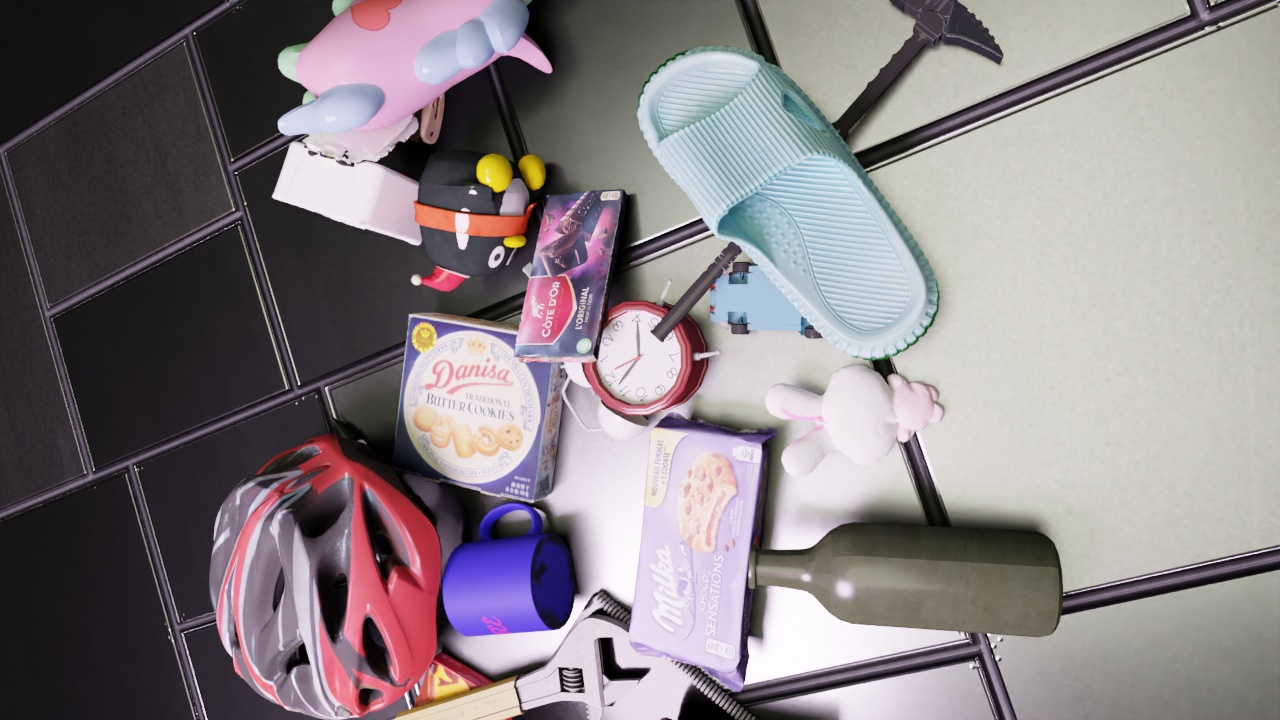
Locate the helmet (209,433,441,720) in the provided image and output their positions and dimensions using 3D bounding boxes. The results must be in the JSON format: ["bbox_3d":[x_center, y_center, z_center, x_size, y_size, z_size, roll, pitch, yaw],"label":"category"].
[{"bbox_3d":[-0.277,0.197,0.798,0.217,0.166,0.272,30,123,32],"label":"helmet"}]

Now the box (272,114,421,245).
[{"bbox_3d":[-0.239,-0.181,0.802,0.110,0.103,0.130,16,90,21],"label":"box"}]

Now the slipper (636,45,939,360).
[{"bbox_3d":[0.102,-0.118,0.644,0.116,0.069,0.276,-39,81,7],"label":"slipper"}]

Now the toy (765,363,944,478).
[{"bbox_3d":[0.160,0.041,0.686,0.125,0.037,0.076,-14,83,1],"label":"toy"}]

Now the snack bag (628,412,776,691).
[{"bbox_3d":[0.051,0.147,0.724,0.096,0.058,0.205,9,95,22],"label":"snack bag"}]

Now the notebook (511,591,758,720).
[{"bbox_3d":[0.006,0.315,0.774,0.207,0.016,0.149,36,105,16],"label":"notebook"}]

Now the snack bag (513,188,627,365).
[{"bbox_3d":[-0.055,-0.070,0.746,0.075,0.018,0.155,0,69,25],"label":"snack bag"}]

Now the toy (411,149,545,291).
[{"bbox_3d":[-0.141,-0.117,0.770,0.100,0.097,0.119,13,106,20],"label":"toy"}]

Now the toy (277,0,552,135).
[{"bbox_3d":[-0.185,-0.250,0.744,0.171,0.120,0.221,15,58,29],"label":"toy"}]

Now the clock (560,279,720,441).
[{"bbox_3d":[-0.004,0.005,0.744,0.138,0.048,0.096,-37,79,18],"label":"clock"}]

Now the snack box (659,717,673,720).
[{"bbox_3d":[0.068,0.321,0.701,0.121,0.072,0.072,3,94,21],"label":"snack box"}]

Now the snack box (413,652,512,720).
[{"bbox_3d":[-0.172,0.347,0.840,0.089,0.021,0.133,23,100,18],"label":"snack box"}]

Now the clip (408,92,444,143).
[{"bbox_3d":[-0.189,-0.223,0.820,0.047,0.025,0.062,-17,79,17],"label":"clip"}]

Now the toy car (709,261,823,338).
[{"bbox_3d":[0.107,-0.048,0.710,0.108,0.027,0.060,3,93,31],"label":"toy car"}]

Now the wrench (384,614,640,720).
[{"bbox_3d":[-0.120,0.290,0.796,0.274,0.018,0.083,-22,83,18],"label":"wrench"}]

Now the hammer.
[{"bbox_3d":[0.124,-0.134,0.680,0.095,0.015,0.325,43,98,12],"label":"hammer"}]

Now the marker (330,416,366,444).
[{"bbox_3d":[-0.246,0.107,0.859,0.019,0.019,0.145,-46,77,17],"label":"marker"}]

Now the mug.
[{"bbox_3d":[-0.110,0.176,0.785,0.084,0.079,0.111,-11,63,21],"label":"mug"}]

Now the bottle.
[{"bbox_3d":[0.181,0.152,0.648,0.207,0.071,0.071,1,93,10],"label":"bottle"}]

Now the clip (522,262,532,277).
[{"bbox_3d":[-0.068,-0.055,0.778,0.047,0.023,0.076,-35,80,2],"label":"clip"}]

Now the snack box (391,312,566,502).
[{"bbox_3d":[-0.140,0.038,0.802,0.144,0.042,0.145,9,97,20],"label":"snack box"}]
